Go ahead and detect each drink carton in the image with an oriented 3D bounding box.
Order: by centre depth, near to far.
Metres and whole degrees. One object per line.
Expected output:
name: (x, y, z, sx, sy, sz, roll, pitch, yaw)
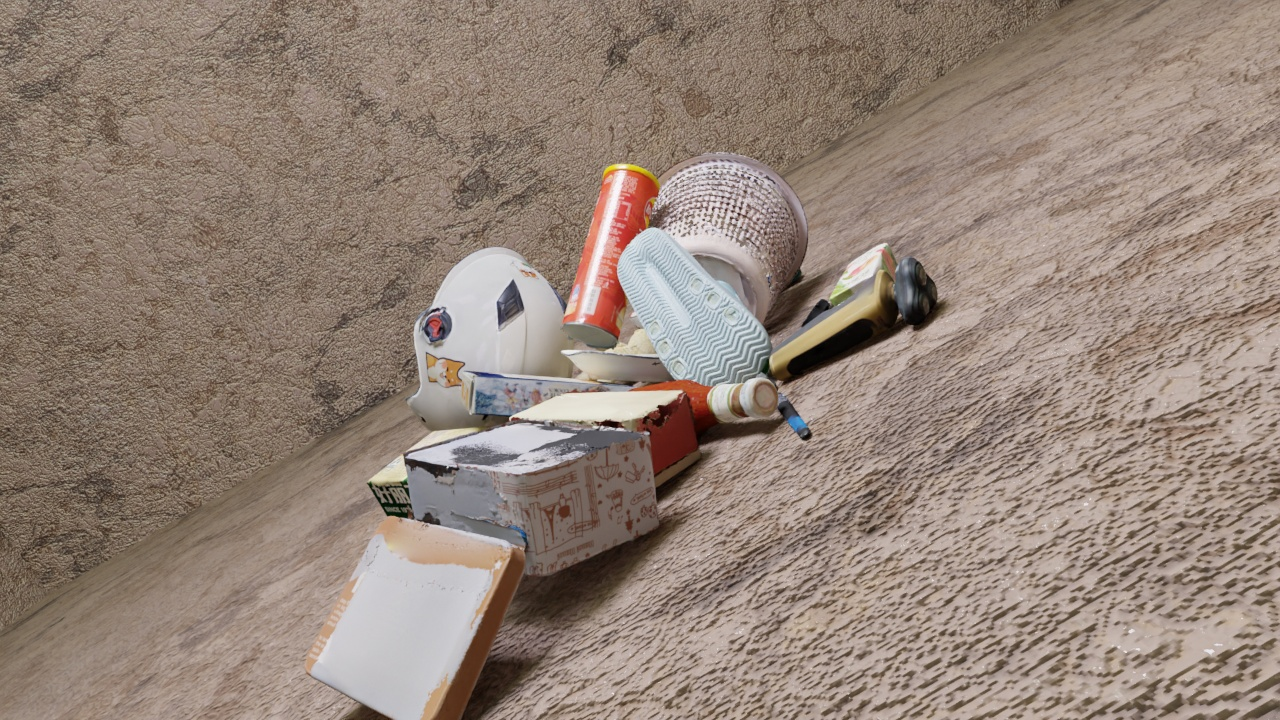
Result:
drink carton: (0.234, -0.076, 0.939, 0.054, 0.045, 0.122, -30, 9, 28)

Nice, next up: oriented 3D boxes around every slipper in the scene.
slipper: (0.056, -0.050, 0.981, 0.104, 0.074, 0.245, -48, 51, 16)

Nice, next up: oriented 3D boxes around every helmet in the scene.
helmet: (-0.175, 0.002, 1.218, 0.157, 0.274, 0.229, 28, 15, 34)

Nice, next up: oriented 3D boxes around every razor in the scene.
razor: (0.194, -0.031, 0.850, 0.168, 0.062, 0.067, -32, 41, 20)

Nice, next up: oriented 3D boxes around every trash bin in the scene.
trash bin: (0.090, -0.117, 1.138, 0.228, 0.227, 0.191, -25, 25, 26)

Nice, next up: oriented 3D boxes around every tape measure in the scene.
tape measure: (0.197, -0.115, 1.273, 0.054, 0.025, 0.058, -29, 9, -3)

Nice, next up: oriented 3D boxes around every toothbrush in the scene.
toothbrush: (0.123, 0.037, 0.802, 0.014, 0.016, 0.189, -37, 11, 6)

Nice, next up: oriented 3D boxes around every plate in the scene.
plate: (-0.006, 0.006, 1.086, 0.163, 0.034, 0.164, 2, 1, -15)

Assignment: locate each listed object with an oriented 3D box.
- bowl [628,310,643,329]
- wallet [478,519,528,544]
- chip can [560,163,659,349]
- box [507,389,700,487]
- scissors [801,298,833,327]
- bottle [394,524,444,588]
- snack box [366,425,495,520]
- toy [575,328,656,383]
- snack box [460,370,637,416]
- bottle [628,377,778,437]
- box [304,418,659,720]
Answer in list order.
bowl: (0.045, -0.067, 1.356, 0.113, 0.062, 0.113, -28, 12, 6)
wallet: (-0.093, 0.131, 0.873, 0.106, 0.040, 0.133, -35, 20, -29)
chip can: (-0.034, -0.124, 1.085, 0.073, 0.073, 0.216, -15, 55, 53)
box: (-0.038, 0.062, 0.825, 0.169, 0.079, 0.091, -3, 16, 42)
scissors: (0.185, -0.039, 0.966, 0.135, 0.014, 0.175, -56, -12, -7)
bottle: (-0.193, 0.194, 0.814, 0.067, 0.067, 0.149, -29, 18, 4)
snack box: (-0.198, 0.127, 1.038, 0.241, 0.063, 0.114, -9, 23, 45)
toy: (-0.031, 0.013, 1.226, 0.157, 0.066, 0.105, -39, 46, -22)
snack box: (-0.111, 0.041, 1.055, 0.182, 0.046, 0.178, 4, 0, -14)
bottle: (0.048, 0.044, 0.854, 0.059, 0.060, 0.207, -37, 13, -33)
box: (-0.122, 0.136, 0.684, 0.179, 0.126, 0.272, 1, 35, 46)
